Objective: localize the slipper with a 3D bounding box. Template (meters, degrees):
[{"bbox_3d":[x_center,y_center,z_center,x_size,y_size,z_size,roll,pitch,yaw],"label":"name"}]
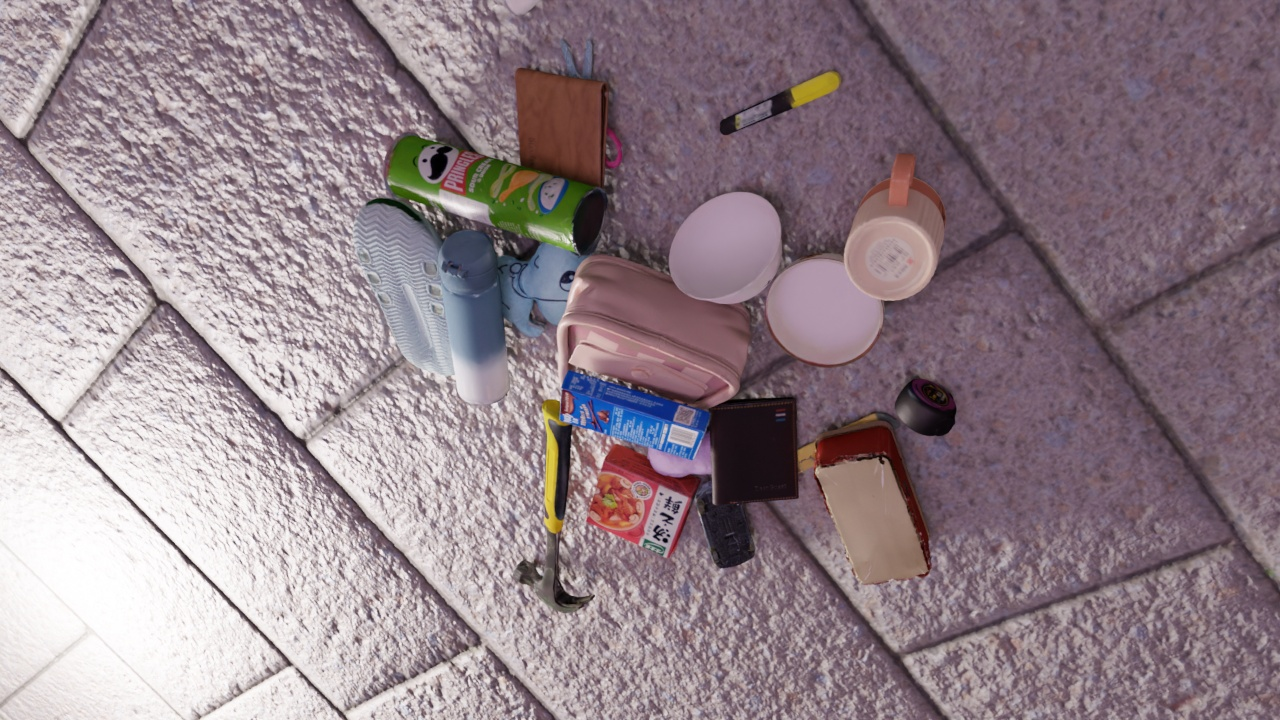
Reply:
[{"bbox_3d":[-0.247,-0.083,1.052,0.104,0.074,0.246,10,136,16],"label":"slipper"}]

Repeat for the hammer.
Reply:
[{"bbox_3d":[-0.103,0.188,1.127,0.126,0.031,0.324,29,130,30],"label":"hammer"}]

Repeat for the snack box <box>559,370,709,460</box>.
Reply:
[{"bbox_3d":[-0.009,0.060,0.986,0.157,0.026,0.085,17,152,3],"label":"snack box"}]

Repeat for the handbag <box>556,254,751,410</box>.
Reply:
[{"bbox_3d":[-0.006,0.006,0.985,0.193,0.093,0.235,22,144,-7],"label":"handbag"}]

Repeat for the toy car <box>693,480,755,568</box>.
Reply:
[{"bbox_3d":[0.098,0.191,1.076,0.054,0.036,0.121,-18,117,-1],"label":"toy car"}]

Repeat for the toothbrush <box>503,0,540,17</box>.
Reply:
[{"bbox_3d":[-0.040,-0.385,0.828,0.222,0.026,0.026,-27,132,31],"label":"toothbrush"}]

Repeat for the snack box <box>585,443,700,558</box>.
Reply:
[{"bbox_3d":[0.000,0.179,1.110,0.113,0.044,0.127,22,123,10],"label":"snack box"}]

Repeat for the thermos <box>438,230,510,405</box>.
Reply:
[{"bbox_3d":[-0.181,-0.044,1.014,0.070,0.070,0.221,17,138,12],"label":"thermos"}]

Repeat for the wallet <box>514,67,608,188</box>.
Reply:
[{"bbox_3d":[-0.079,-0.228,0.919,0.101,0.020,0.115,17,123,24],"label":"wallet"}]

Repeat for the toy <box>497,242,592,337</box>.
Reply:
[{"bbox_3d":[-0.098,-0.081,1.005,0.156,0.049,0.162,18,132,10],"label":"toy"}]

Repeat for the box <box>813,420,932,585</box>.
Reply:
[{"bbox_3d":[0.244,0.158,0.971,0.091,0.079,0.168,-15,115,23],"label":"box"}]

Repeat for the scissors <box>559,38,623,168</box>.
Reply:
[{"bbox_3d":[-0.065,-0.254,0.919,0.096,0.017,0.137,-8,111,33],"label":"scissors"}]

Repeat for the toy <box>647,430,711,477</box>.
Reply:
[{"bbox_3d":[0.058,0.103,1.047,0.108,0.038,0.084,-5,117,18],"label":"toy"}]

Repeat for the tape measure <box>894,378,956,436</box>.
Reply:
[{"bbox_3d":[0.284,0.048,0.918,0.058,0.056,0.039,25,125,-3],"label":"tape measure"}]

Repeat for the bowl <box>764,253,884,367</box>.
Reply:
[{"bbox_3d":[0.183,-0.056,0.898,0.113,0.062,0.114,9,119,16],"label":"bowl"}]

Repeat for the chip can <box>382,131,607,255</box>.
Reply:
[{"bbox_3d":[-0.150,-0.172,0.942,0.236,0.072,0.072,20,123,21],"label":"chip can"}]

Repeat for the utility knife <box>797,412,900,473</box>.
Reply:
[{"bbox_3d":[0.204,0.098,1.006,0.174,0.018,0.031,-32,96,37],"label":"utility knife"}]

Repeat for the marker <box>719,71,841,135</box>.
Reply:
[{"bbox_3d":[0.127,-0.238,0.851,0.124,0.015,0.018,-17,109,31],"label":"marker"}]

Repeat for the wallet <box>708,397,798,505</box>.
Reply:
[{"bbox_3d":[0.125,0.100,1.011,0.096,0.020,0.122,-3,108,4],"label":"wallet"}]

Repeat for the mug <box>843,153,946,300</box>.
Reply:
[{"bbox_3d":[0.229,-0.123,0.817,0.082,0.105,0.115,9,120,17],"label":"mug"}]

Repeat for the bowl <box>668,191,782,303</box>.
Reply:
[{"bbox_3d":[0.094,-0.099,0.901,0.118,0.118,0.064,-14,150,27],"label":"bowl"}]
